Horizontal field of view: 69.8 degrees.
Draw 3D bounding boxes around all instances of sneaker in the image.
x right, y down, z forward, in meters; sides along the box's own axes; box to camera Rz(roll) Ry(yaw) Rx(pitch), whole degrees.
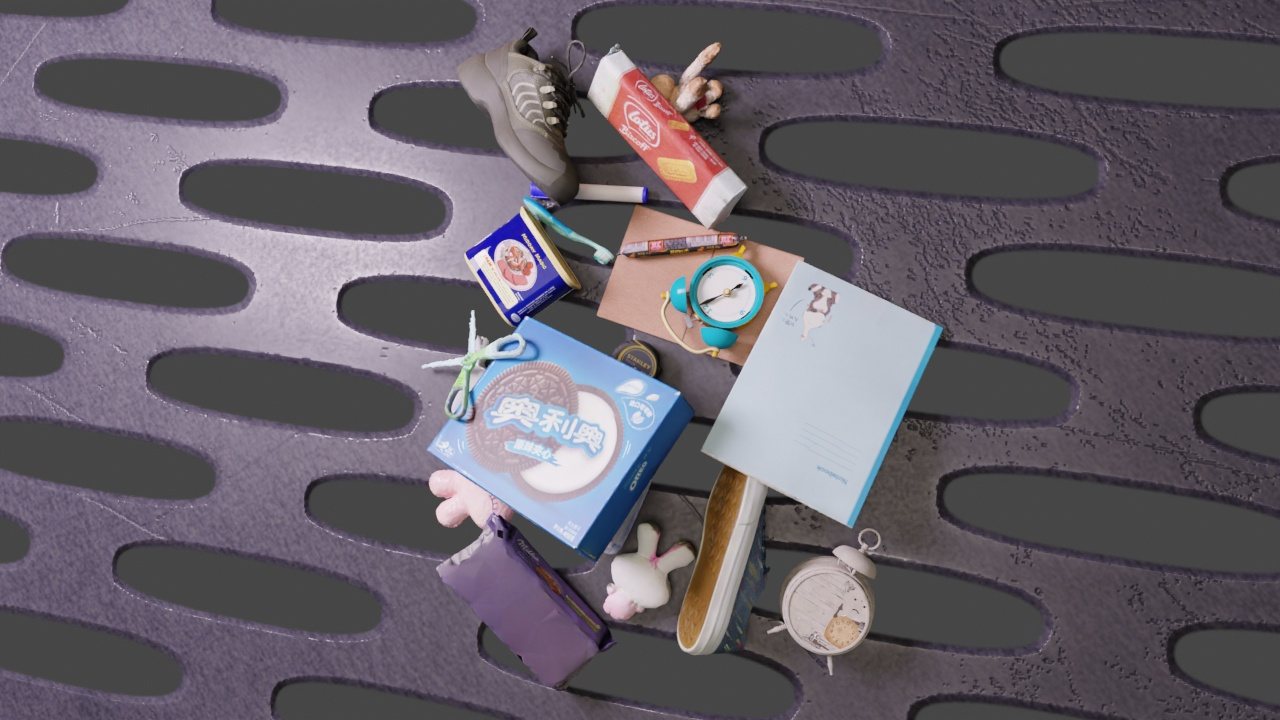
[{"bbox_3d":[0.112,0.215,1.015,0.079,0.087,0.235,19,84,-21],"label":"sneaker"},{"bbox_3d":[-0.104,-0.296,1.076,0.143,0.101,0.238,-35,68,6],"label":"sneaker"}]

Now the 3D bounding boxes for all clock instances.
[{"bbox_3d":[0.088,-0.067,1.047,0.129,0.044,0.099,-40,80,-2],"label":"clock"},{"bbox_3d":[0.214,0.252,0.999,0.103,0.061,0.157,32,93,11],"label":"clock"}]

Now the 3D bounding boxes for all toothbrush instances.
[{"bbox_3d":[-0.090,-0.157,1.105,0.135,0.022,0.017,35,67,9],"label":"toothbrush"}]

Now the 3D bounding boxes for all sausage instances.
[{"bbox_3d":[0.047,-0.134,1.069,0.155,0.020,0.020,-4,85,10],"label":"sausage"}]

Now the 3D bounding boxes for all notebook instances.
[{"bbox_3d":[0.069,-0.086,1.077,0.209,0.008,0.141,19,89,11],"label":"notebook"},{"bbox_3d":[0.202,0.031,1.006,0.181,0.009,0.253,26,74,7],"label":"notebook"}]

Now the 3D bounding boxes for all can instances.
[{"bbox_3d":[-0.142,-0.108,1.092,0.092,0.056,0.116,-35,81,7],"label":"can"}]

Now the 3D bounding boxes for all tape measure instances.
[{"bbox_3d":[-0.006,0.006,1.070,0.061,0.034,0.061,33,95,1],"label":"tape measure"}]

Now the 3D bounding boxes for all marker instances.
[{"bbox_3d":[-0.062,-0.202,1.104,0.141,0.020,0.020,5,86,10],"label":"marker"}]

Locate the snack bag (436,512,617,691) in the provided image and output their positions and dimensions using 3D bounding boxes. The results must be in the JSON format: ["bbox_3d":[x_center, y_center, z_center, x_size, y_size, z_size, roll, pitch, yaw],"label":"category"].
[{"bbox_3d":[-0.129,0.278,1.041,0.096,0.058,0.205,-43,93,6],"label":"snack bag"}]

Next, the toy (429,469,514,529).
[{"bbox_3d":[-0.198,0.153,1.084,0.105,0.053,0.108,-20,80,14],"label":"toy"}]

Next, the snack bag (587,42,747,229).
[{"bbox_3d":[0.028,-0.254,1.057,0.041,0.078,0.225,-40,84,-28],"label":"snack bag"}]

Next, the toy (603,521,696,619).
[{"bbox_3d":[0.003,0.244,1.049,0.079,0.038,0.122,37,92,-2],"label":"toy"}]

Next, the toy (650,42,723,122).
[{"bbox_3d":[0.048,-0.319,1.074,0.106,0.074,0.085,-3,60,30],"label":"toy"}]

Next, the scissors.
[{"bbox_3d":[-0.194,-0.002,1.066,0.173,0.023,0.171,-29,43,26],"label":"scissors"}]

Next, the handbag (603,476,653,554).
[{"bbox_3d":[-0.054,0.129,1.055,0.126,0.069,0.158,21,88,28],"label":"handbag"}]

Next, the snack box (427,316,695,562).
[{"bbox_3d":[-0.089,0.078,1.006,0.239,0.056,0.195,26,74,33],"label":"snack box"}]

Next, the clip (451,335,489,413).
[{"bbox_3d":[-0.193,0.025,1.101,0.056,0.045,0.101,21,90,23],"label":"clip"}]
